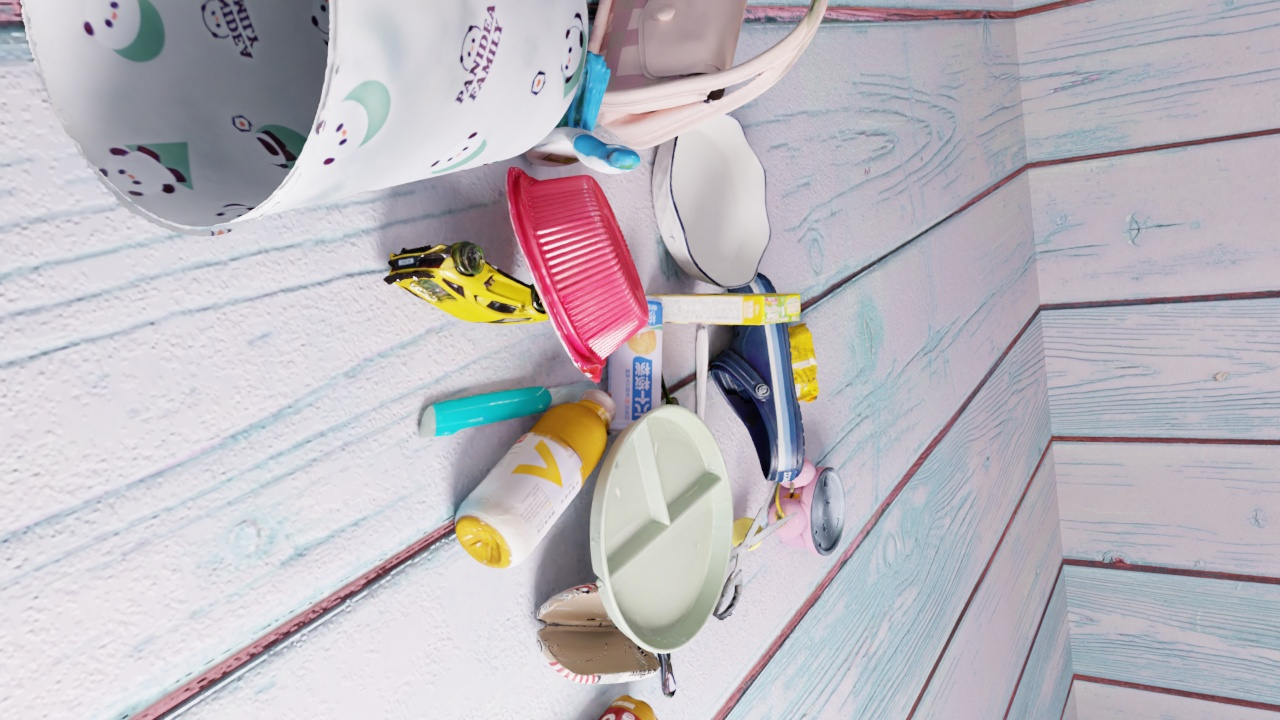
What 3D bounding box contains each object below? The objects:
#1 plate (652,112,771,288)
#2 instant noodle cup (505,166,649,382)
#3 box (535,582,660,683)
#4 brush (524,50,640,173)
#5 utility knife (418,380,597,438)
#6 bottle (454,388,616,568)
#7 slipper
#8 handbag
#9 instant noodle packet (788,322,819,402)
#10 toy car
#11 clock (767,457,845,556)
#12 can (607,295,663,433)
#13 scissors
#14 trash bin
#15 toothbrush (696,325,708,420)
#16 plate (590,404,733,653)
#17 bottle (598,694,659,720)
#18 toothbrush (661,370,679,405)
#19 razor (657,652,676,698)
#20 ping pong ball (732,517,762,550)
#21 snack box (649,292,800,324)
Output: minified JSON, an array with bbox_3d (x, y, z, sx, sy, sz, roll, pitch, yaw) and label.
[{"bbox_3d":[0.080,-0.181,1.036,0.204,0.046,0.204,9,78,-51],"label":"plate"},{"bbox_3d":[-0.044,-0.081,0.766,0.193,0.066,0.194,-19,89,-83],"label":"instant noodle cup"},{"bbox_3d":[-0.029,0.254,0.842,0.162,0.076,0.087,24,41,-57],"label":"box"},{"bbox_3d":[-0.044,-0.181,0.688,0.060,0.315,0.109,8,92,-17],"label":"brush"},{"bbox_3d":[-0.107,0.038,0.793,0.221,0.013,0.029,-9,94,-53],"label":"utility knife"},{"bbox_3d":[-0.081,0.092,0.780,0.189,0.068,0.068,-50,128,-44],"label":"bottle"},{"bbox_3d":[0.129,0.022,1.070,0.105,0.095,0.252,101,-18,-67],"label":"slipper"},{"bbox_3d":[0.067,-0.312,0.863,0.093,0.235,0.193,39,58,-49],"label":"handbag"},{"bbox_3d":[0.192,0.005,1.198,0.128,0.044,0.110,-5,86,-59],"label":"instant noodle packet"},{"bbox_3d":[-0.127,-0.053,0.717,0.155,0.071,0.041,25,67,-53],"label":"toy car"},{"bbox_3d":[0.216,0.191,1.213,0.158,0.060,0.117,43,56,-48],"label":"clock"},{"bbox_3d":[-0.005,0.005,0.905,0.053,0.053,0.134,7,83,-55],"label":"can"},{"bbox_3d":[0.118,0.222,1.061,0.180,0.014,0.159,-10,112,-35],"label":"scissors"},{"bbox_3d":[-0.172,-0.204,0.542,0.251,0.230,0.229,-28,112,-59],"label":"trash bin"},{"bbox_3d":[0.066,0.050,1.041,0.016,0.016,0.180,8,83,-49],"label":"toothbrush"},{"bbox_3d":[0.023,0.156,0.864,0.229,0.028,0.230,6,83,-55],"label":"plate"},{"bbox_3d":[-0.046,0.381,0.828,0.174,0.058,0.057,-37,118,-49],"label":"bottle"},{"bbox_3d":[0.011,-0.017,0.967,0.017,0.012,0.186,-53,130,-50],"label":"toothbrush"},{"bbox_3d":[0.020,0.293,0.959,0.042,0.022,0.143,-31,114,-49],"label":"razor"},{"bbox_3d":[0.127,0.208,1.098,0.040,0.040,0.040,4,86,-55],"label":"ping pong ball"},{"bbox_3d":[0.087,-0.055,0.964,0.086,0.141,0.034,-9,97,-55],"label":"snack box"}]
